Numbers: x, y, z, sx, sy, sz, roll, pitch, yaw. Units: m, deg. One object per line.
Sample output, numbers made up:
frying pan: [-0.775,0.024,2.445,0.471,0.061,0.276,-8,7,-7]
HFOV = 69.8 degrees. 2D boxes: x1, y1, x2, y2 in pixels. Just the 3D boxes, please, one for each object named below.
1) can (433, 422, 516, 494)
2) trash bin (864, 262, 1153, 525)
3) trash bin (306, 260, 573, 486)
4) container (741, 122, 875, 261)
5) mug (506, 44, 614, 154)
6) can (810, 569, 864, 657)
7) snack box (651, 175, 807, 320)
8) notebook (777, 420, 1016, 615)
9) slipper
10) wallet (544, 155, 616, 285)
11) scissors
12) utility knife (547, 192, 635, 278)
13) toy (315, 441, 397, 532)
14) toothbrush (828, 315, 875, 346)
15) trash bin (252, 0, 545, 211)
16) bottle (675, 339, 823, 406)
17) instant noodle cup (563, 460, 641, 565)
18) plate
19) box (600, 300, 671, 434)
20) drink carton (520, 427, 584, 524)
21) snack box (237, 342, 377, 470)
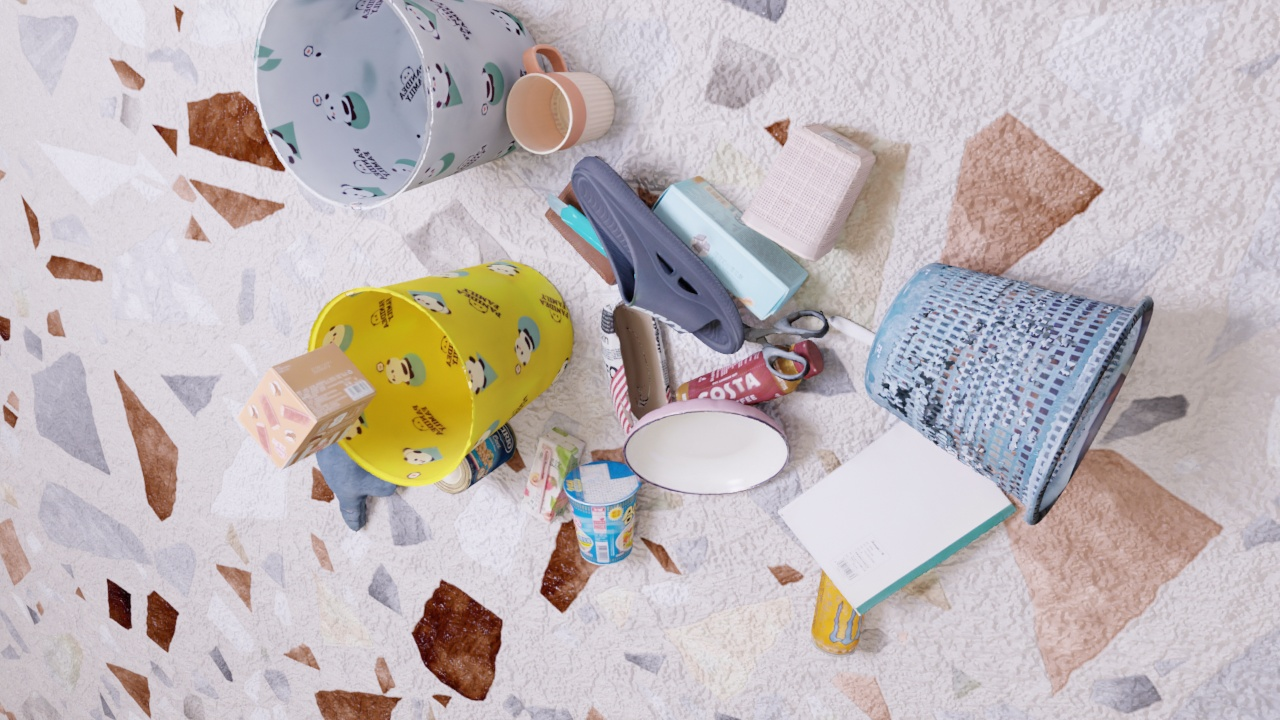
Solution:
can: [-0.229,0.126,1.239,0.075,0.110,0.075,9,112,24]
trash bin: [0.332,0.009,0.864,0.195,0.225,0.227,29,120,30]
trash bin: [-0.221,-0.005,1.102,0.230,0.254,0.230,10,112,25]
container: [0.175,-0.175,0.935,0.090,0.089,0.111,33,117,13]
mug: [-0.092,-0.292,1.018,0.082,0.105,0.114,-15,101,31]
can: [0.239,0.275,1.083,0.058,0.058,0.146,14,114,22]
snack box: [0.096,-0.125,1.000,0.175,0.074,0.052,43,122,8]
notebook: [0.279,0.165,1.009,0.209,0.012,0.150,-39,88,13]
slipper: [0.001,-0.097,0.996,0.268,0.083,0.111,49,164,-2]
wallet: [-0.046,-0.164,1.088,0.124,0.032,0.101,48,125,5]
scissors: [0.126,-0.026,1.020,0.165,0.014,0.162,-25,53,16]
utility knife: [-0.040,-0.137,1.064,0.174,0.013,0.029,39,127,-3]
toy: [-0.409,0.125,1.355,0.138,0.091,0.357,22,122,-12]
toothbrush: [0.282,-0.003,0.983,0.180,0.016,0.016,30,114,15]
trash bin: [-0.245,-0.298,1.009,0.230,0.251,0.230,9,111,25]
bottle: [0.124,0.025,1.051,0.175,0.057,0.057,-25,96,32]
instant noodle cup: [-0.047,0.202,1.189,0.099,0.099,0.110,11,120,24]
plate: [0.076,0.096,1.067,0.192,0.039,0.193,2,144,1]
box: [-0.002,0.005,1.116,0.086,0.076,0.163,-15,105,-10]
drink carton: [-0.119,0.156,1.233,0.053,0.045,0.123,27,118,17]
snack box: [-0.358,0.048,0.986,0.077,0.092,0.095,48,122,5]
